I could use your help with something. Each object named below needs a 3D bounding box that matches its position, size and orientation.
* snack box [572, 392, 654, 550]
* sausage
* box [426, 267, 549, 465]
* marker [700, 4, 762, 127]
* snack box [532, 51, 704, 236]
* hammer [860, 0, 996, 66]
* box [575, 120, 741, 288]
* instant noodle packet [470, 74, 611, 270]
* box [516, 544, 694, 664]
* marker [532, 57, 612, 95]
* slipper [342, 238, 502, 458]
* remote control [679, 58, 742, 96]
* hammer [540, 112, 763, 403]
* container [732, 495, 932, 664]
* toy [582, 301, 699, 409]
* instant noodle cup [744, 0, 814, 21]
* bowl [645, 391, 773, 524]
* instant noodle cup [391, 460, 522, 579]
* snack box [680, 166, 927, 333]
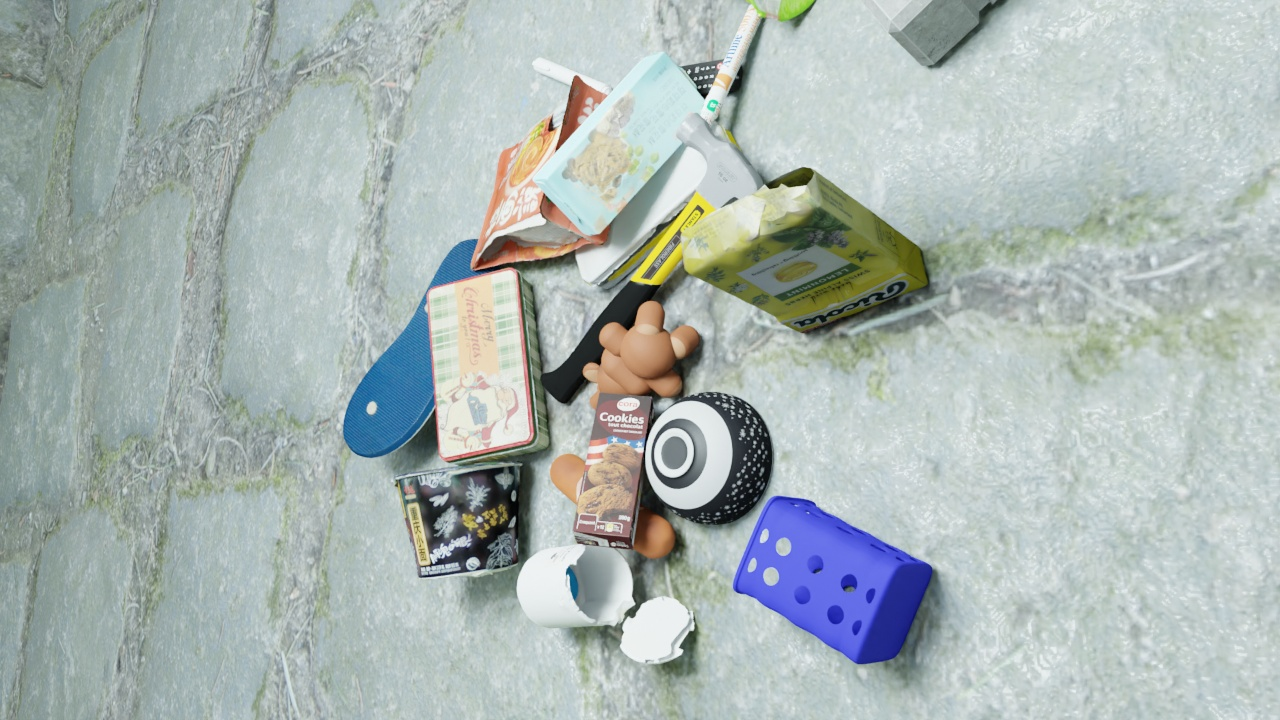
[{"bbox_3d":[-0.023,0.100,0.847,0.051,0.032,0.140,4,59,9],"label":"snack box"},{"bbox_3d":[-0.028,0.140,0.885,0.039,0.044,0.164,-44,48,-18],"label":"sausage"},{"bbox_3d":[-0.169,0.008,1.001,0.118,0.051,0.205,-11,71,11],"label":"box"},{"bbox_3d":[0.082,-0.272,0.869,0.017,0.017,0.145,16,77,41],"label":"marker"},{"bbox_3d":[-0.017,-0.207,0.878,0.174,0.075,0.053,-48,25,-8],"label":"snack box"},{"bbox_3d":[0.208,-0.416,0.771,0.163,0.082,0.317,-42,57,26],"label":"hammer"},{"bbox_3d":[0.013,-0.151,0.914,0.210,0.037,0.064,-39,55,29],"label":"box"},{"bbox_3d":[-0.114,-0.190,1.007,0.221,0.084,0.164,-10,64,53],"label":"instant noodle packet"},{"bbox_3d":[-0.034,0.224,0.851,0.126,0.084,0.156,56,143,-6],"label":"box"},{"bbox_3d":[-0.078,-0.318,1.035,0.133,0.020,0.017,35,113,39],"label":"marker"},{"bbox_3d":[-0.245,-0.007,1.093,0.118,0.060,0.295,28,87,35],"label":"slipper"},{"bbox_3d":[0.039,-0.280,0.932,0.147,0.015,0.033,6,85,41],"label":"remote control"},{"bbox_3d":[0.002,-0.072,0.894,0.127,0.029,0.324,45,119,10],"label":"hammer"},{"bbox_3d":[0.148,0.167,0.704,0.114,0.084,0.085,25,96,39],"label":"container"},{"bbox_3d":[-0.005,0.005,0.886,0.095,0.065,0.128,40,132,-4],"label":"toy"},{"bbox_3d":[0.106,-0.378,0.849,0.108,0.098,0.099,44,110,45],"label":"instant noodle cup"},{"bbox_3d":[0.049,0.085,0.815,0.120,0.066,0.120,-10,75,39],"label":"bowl"},{"bbox_3d":[-0.186,0.169,0.966,0.138,0.137,0.112,-13,81,38],"label":"instant noodle cup"},{"bbox_3d":[0.127,-0.077,0.707,0.121,0.180,0.045,-22,63,34],"label":"snack box"}]
